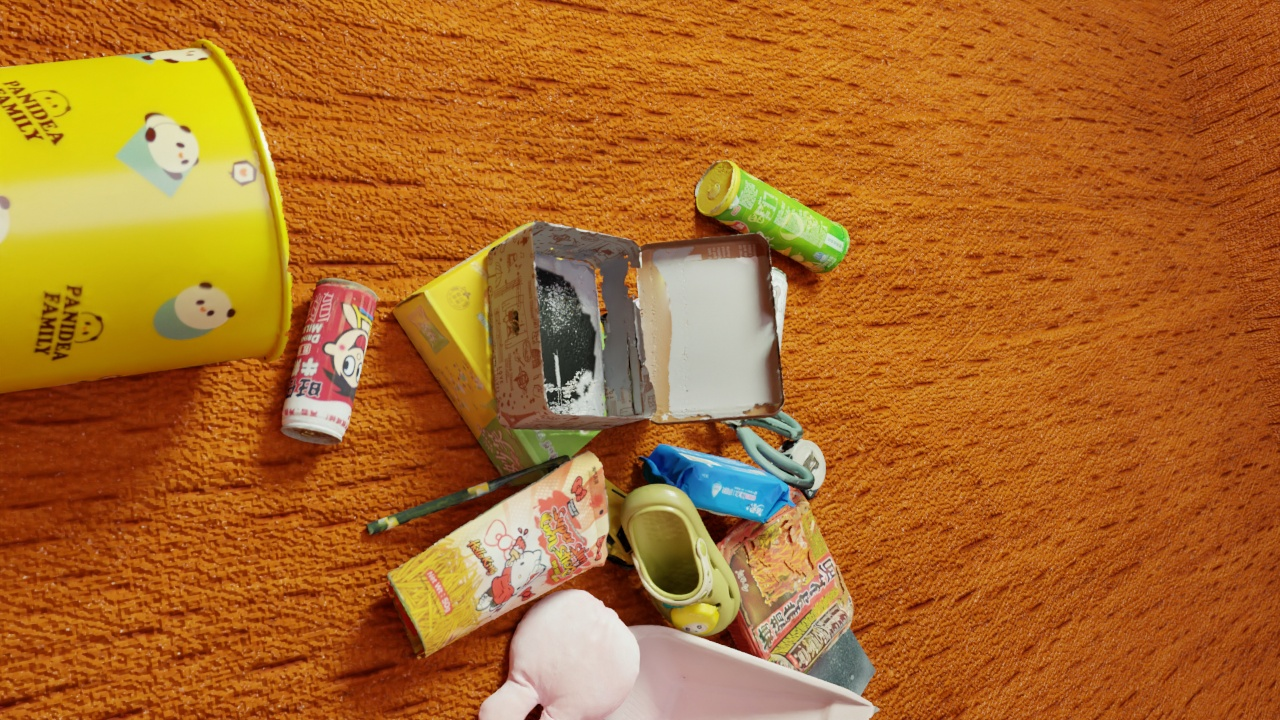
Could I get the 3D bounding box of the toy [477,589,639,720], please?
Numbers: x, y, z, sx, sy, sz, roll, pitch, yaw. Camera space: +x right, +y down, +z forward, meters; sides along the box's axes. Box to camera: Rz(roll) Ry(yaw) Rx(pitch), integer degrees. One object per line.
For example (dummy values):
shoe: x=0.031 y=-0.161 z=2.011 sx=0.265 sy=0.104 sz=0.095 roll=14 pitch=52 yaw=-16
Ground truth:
toy: x=-0.075 y=0.290 z=0.839 sx=0.121 sy=0.054 sz=0.159 roll=35 pitch=60 yaw=11

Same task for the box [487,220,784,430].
box: x=-0.004 y=-0.027 z=0.853 sx=0.273 sy=0.124 sz=0.178 roll=-1 pitch=78 yaw=-18

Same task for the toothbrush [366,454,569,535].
toothbrush: x=-0.149 y=0.120 z=0.812 sx=0.185 sy=0.012 sz=0.017 roll=-18 pitch=109 yaw=-14

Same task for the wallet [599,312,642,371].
wallet: x=-0.006 y=0.006 z=0.966 sx=0.020 sy=0.096 sz=0.122 roll=-31 pitch=99 yaw=-2

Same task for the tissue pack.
tissue pack: x=0.081 y=0.133 z=0.978 sx=0.157 sy=0.095 sz=0.052 roll=14 pitch=93 yaw=-21

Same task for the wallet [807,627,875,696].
wallet: x=0.234 y=0.382 z=1.107 sx=0.120 sy=0.019 sz=0.097 roll=-42 pitch=107 yaw=-36

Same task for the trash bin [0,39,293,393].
trash bin: x=-0.391 y=-0.082 z=0.591 sx=0.254 sy=0.230 sz=0.229 roll=-16 pitch=89 yaw=-35

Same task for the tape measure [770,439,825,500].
tape measure: x=0.196 y=0.131 z=1.131 sx=0.066 sy=0.034 sz=0.065 roll=51 pitch=53 yaw=-19

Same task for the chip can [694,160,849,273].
chip can: x=0.173 y=-0.178 z=1.167 sx=0.221 sy=0.073 sz=0.072 roll=21 pitch=66 yaw=-34

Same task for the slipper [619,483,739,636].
slipper: x=0.034 y=0.210 z=0.902 sx=0.081 sy=0.092 sz=0.191 roll=-73 pitch=144 yaw=-58

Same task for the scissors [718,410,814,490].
scissors: x=0.141 y=0.093 z=1.054 sx=0.172 sy=0.019 sz=0.179 roll=15 pitch=32 yaw=-35

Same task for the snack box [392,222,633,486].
snack box: x=-0.112 y=-0.007 z=0.889 sx=0.157 sy=0.070 sz=0.210 roll=-41 pitch=105 yaw=-39

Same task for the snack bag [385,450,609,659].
snack bag: x=-0.116 y=0.175 z=0.808 sx=0.207 sy=0.073 sz=0.129 roll=-25 pitch=126 yaw=-27

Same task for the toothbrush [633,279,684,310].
toothbrush: x=0.031 y=-0.086 z=1.062 sx=0.188 sy=0.029 sz=0.021 roll=-35 pitch=138 yaw=-39

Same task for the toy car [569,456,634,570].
toy car: x=-0.039 y=0.153 z=0.927 sx=0.156 sy=0.041 sz=0.071 roll=39 pitch=58 yaw=-27

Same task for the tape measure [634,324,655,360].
tape measure: x=0.013 y=-0.019 z=1.025 sx=0.054 sy=0.025 sz=0.058 roll=-27 pitch=100 yaw=-42

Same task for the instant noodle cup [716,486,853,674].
instant noodle cup: x=0.147 y=0.251 z=1.028 sx=0.164 sy=0.079 sz=0.189 roll=-30 pitch=98 yaw=-40

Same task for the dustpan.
dustpan: x=0.052 y=0.366 z=0.841 sx=0.139 sy=0.274 sz=0.222 roll=60 pitch=42 yaw=-44

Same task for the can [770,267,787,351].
can: x=0.144 y=-0.038 z=1.116 sx=0.058 sy=0.058 sz=0.146 roll=24 pitch=64 yaw=-33

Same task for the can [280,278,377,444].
can: x=-0.263 y=0.001 z=0.775 sx=0.053 sy=0.053 sz=0.132 roll=21 pitch=66 yaw=-34
